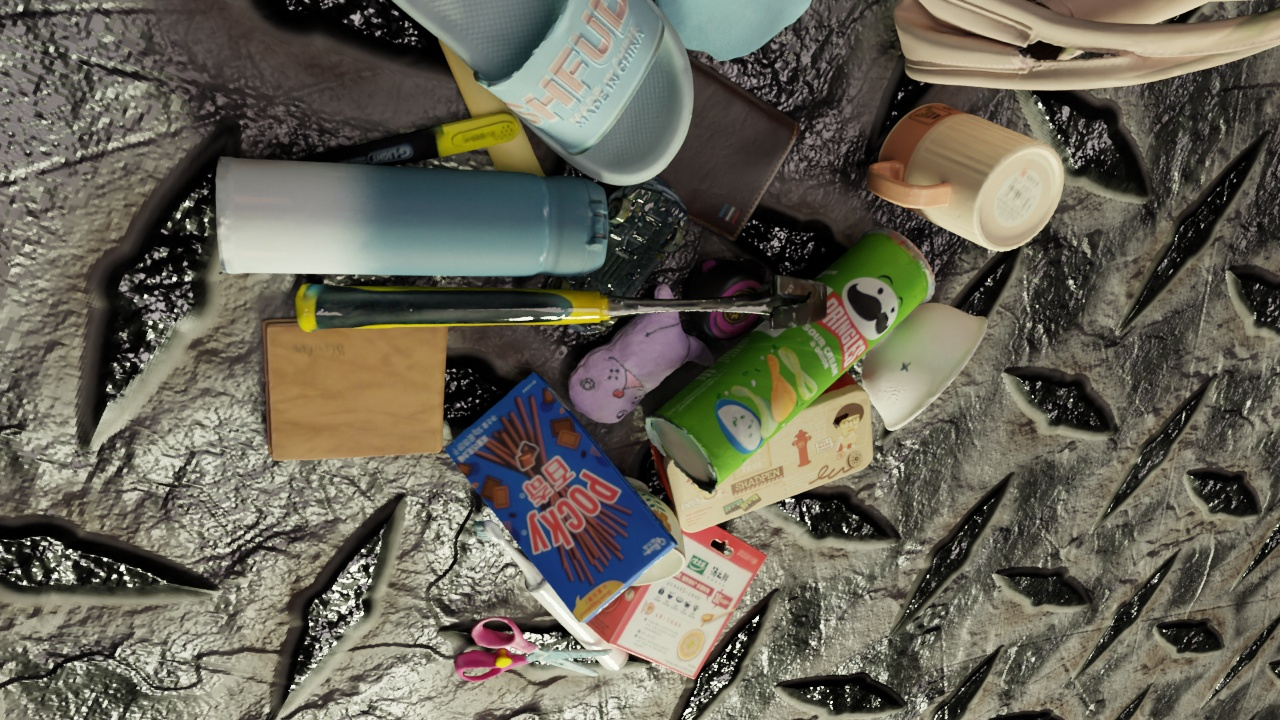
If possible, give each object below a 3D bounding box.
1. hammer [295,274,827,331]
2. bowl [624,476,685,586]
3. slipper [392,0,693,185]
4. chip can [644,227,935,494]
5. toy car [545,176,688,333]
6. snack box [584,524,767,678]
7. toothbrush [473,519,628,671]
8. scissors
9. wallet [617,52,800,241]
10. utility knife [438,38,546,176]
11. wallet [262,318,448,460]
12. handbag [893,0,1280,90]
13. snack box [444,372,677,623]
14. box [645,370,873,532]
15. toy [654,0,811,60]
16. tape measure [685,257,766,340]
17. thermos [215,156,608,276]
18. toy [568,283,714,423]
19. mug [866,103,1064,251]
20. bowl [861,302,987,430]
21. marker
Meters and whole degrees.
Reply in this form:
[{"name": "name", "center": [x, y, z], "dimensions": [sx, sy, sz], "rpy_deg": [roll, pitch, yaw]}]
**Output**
[{"name": "hammer", "center": [-0.043, -0.035, 0.565], "dimensions": [0.323, 0.126, 0.032], "rpy_deg": [-1, 94, -7]}, {"name": "bowl", "center": [-0.021, 0.127, 0.708], "dimensions": [0.113, 0.062, 0.114], "rpy_deg": [2, 149, 1]}, {"name": "slipper", "center": [-0.062, -0.192, 0.495], "dimensions": [0.245, 0.074, 0.104], "rpy_deg": [35, 97, -27]}, {"name": "chip can", "center": [0.111, -0.004, 0.670], "dimensions": [0.235, 0.072, 0.072], "rpy_deg": [-39, 129, -19]}, {"name": "toy car", "center": [-0.018, -0.071, 0.623], "dimensions": [0.054, 0.036, 0.121], "rpy_deg": [23, 118, -33]}, {"name": "snack box", "center": [0.032, 0.194, 0.787], "dimensions": [0.113, 0.044, 0.127], "rpy_deg": [36, 83, -36]}, {"name": "toothbrush", "center": [-0.070, 0.194, 0.757], "dimensions": [0.026, 0.026, 0.221], "rpy_deg": [-10, 134, 28]}, {"name": "scissors", "center": [-0.086, 0.240, 0.768], "dimensions": [0.137, 0.017, 0.096], "rpy_deg": [1, 123, -12]}, {"name": "wallet", "center": [0.040, -0.145, 0.621], "dimensions": [0.122, 0.020, 0.096], "rpy_deg": [21, 107, -31]}, {"name": "utility knife", "center": [-0.085, -0.147, 0.558], "dimensions": [0.031, 0.019, 0.173], "rpy_deg": [-31, 128, -12]}, {"name": "wallet", "center": [-0.186, 0.018, 0.605], "dimensions": [0.115, 0.020, 0.101], "rpy_deg": [-3, 118, -22]}, {"name": "handbag", "center": [0.293, -0.225, 0.562], "dimensions": [0.193, 0.234, 0.093], "rpy_deg": [-25, 127, -12]}, {"name": "snack box", "center": [-0.056, 0.094, 0.639], "dimensions": [0.084, 0.157, 0.026], "rpy_deg": [-41, 168, 1]}, {"name": "box", "center": [0.092, 0.058, 0.735], "dimensions": [0.168, 0.079, 0.091], "rpy_deg": [-19, 126, -8]}, {"name": "toy", "center": [0.072, -0.246, 0.556], "dimensions": [0.161, 0.050, 0.156], "rpy_deg": [15, 106, -28]}, {"name": "tape measure", "center": [0.062, -0.046, 0.676], "dimensions": [0.057, 0.039, 0.057], "rpy_deg": [-18, 131, -24]}, {"name": "thermos", "center": [-0.125, -0.080, 0.533], "dimensions": [0.220, 0.070, 0.070], "rpy_deg": [-1, 118, -19]}, {"name": "toy", "center": [-0.004, 0.004, 0.671], "dimensions": [0.108, 0.039, 0.084], "rpy_deg": [-40, 125, -1]}, {"name": "mug", "center": [0.225, -0.132, 0.663], "dimensions": [0.114, 0.106, 0.082], "rpy_deg": [-11, 122, -21]}, {"name": "bowl", "center": [0.216, -0.008, 0.749], "dimensions": [0.065, 0.118, 0.118], "rpy_deg": [39, 98, 3]}, {"name": "marker", "center": [-0.132, -0.126, 0.540], "dimensions": [0.124, 0.015, 0.018], "rpy_deg": [-14, 123, -9]}]
